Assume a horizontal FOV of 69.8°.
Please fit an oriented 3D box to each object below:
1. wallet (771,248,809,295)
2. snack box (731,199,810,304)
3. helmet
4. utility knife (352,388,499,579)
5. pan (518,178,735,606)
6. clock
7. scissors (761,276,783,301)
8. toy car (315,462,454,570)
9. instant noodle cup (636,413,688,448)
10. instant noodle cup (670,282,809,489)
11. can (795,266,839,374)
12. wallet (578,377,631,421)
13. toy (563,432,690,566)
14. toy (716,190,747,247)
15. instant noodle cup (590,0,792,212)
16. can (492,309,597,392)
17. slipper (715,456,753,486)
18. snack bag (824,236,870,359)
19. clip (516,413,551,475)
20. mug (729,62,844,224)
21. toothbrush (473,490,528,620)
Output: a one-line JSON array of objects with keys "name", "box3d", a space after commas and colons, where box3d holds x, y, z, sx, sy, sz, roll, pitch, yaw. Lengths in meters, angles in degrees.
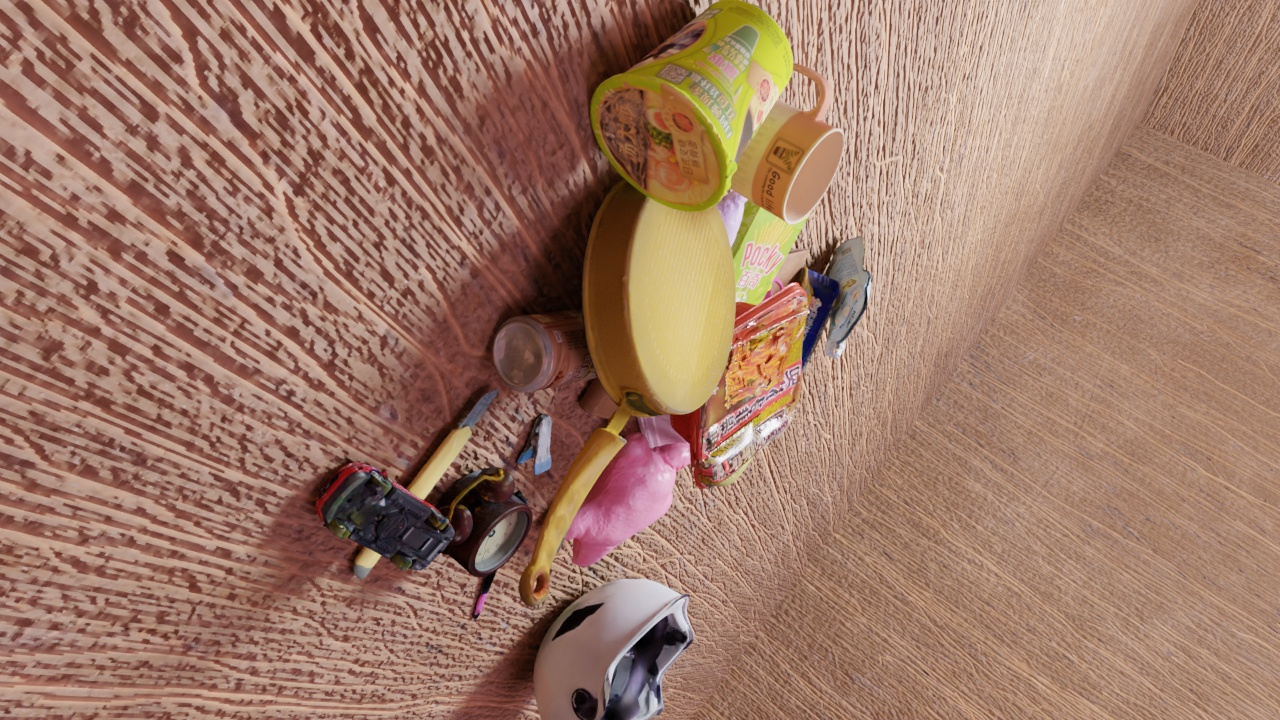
[{"name": "wallet", "box3d": [0.160, -0.087, 1.103, 0.115, 0.020, 0.101, -18, 137, -59]}, {"name": "snack box", "box3d": [0.110, -0.099, 0.958, 0.085, 0.026, 0.157, 4, 119, -49]}, {"name": "helmet", "box3d": [-0.048, 0.381, 1.185, 0.228, 0.146, 0.259, -23, 134, -53]}, {"name": "utility knife", "box3d": [-0.169, 0.098, 0.723, 0.188, 0.020, 0.031, -49, 161, 2]}, {"name": "pan", "box3d": [-0.013, 0.019, 0.719, 0.197, 0.078, 0.356, 43, 55, -52]}, {"name": "clock", "box3d": [-0.139, 0.135, 0.787, 0.081, 0.055, 0.122, -43, 153, -25]}, {"name": "scissors", "box3d": [0.129, -0.101, 1.013, 0.130, 0.017, 0.133, -31, 138, -19]}, {"name": "toy car", "box3d": [-0.188, 0.114, 0.673, 0.053, 0.045, 0.120, -49, 142, -8]}, {"name": "instant noodle cup", "box3d": [0.064, 0.046, 1.052, 0.137, 0.060, 0.174, -47, 157, -17]}, {"name": "instant noodle cup", "box3d": [0.094, 0.018, 0.924, 0.164, 0.079, 0.189, -32, 136, -34]}, {"name": "can", "box3d": [0.198, -0.041, 1.158, 0.074, 0.049, 0.148, -80, -168, -75]}, {"name": "wallet", "box3d": [-0.005, 0.005, 0.897, 0.115, 0.033, 0.090, -58, 154, 10]}, {"name": "toy", "box3d": [-0.018, 0.157, 1.014, 0.195, 0.074, 0.178, -49, 147, 13]}, {"name": "toy", "box3d": [0.060, -0.109, 0.856, 0.083, 0.039, 0.108, -17, 143, -29]}, {"name": "instant noodle cup", "box3d": [0.045, -0.187, 0.645, 0.123, 0.112, 0.112, -52, 158, -25]}, {"name": "can", "box3d": [-0.061, -0.010, 0.732, 0.116, 0.058, 0.059, -12, 133, -58]}, {"name": "slipper", "box3d": [0.118, 0.082, 1.195, 0.190, 0.091, 0.082, -53, -161, -28]}, {"name": "snack bag", "box3d": [0.260, -0.082, 1.167, 0.110, 0.039, 0.190, -58, -171, 29]}, {"name": "clip", "box3d": [-0.092, 0.075, 0.840, 0.027, 0.045, 0.058, -15, 126, -52]}, {"name": "mug", "box3d": [0.106, -0.186, 0.749, 0.081, 0.106, 0.115, -22, 140, -52]}, {"name": "toothbrush", "box3d": [-0.142, 0.201, 0.921, 0.014, 0.018, 0.190, -27, 146, -51]}]
